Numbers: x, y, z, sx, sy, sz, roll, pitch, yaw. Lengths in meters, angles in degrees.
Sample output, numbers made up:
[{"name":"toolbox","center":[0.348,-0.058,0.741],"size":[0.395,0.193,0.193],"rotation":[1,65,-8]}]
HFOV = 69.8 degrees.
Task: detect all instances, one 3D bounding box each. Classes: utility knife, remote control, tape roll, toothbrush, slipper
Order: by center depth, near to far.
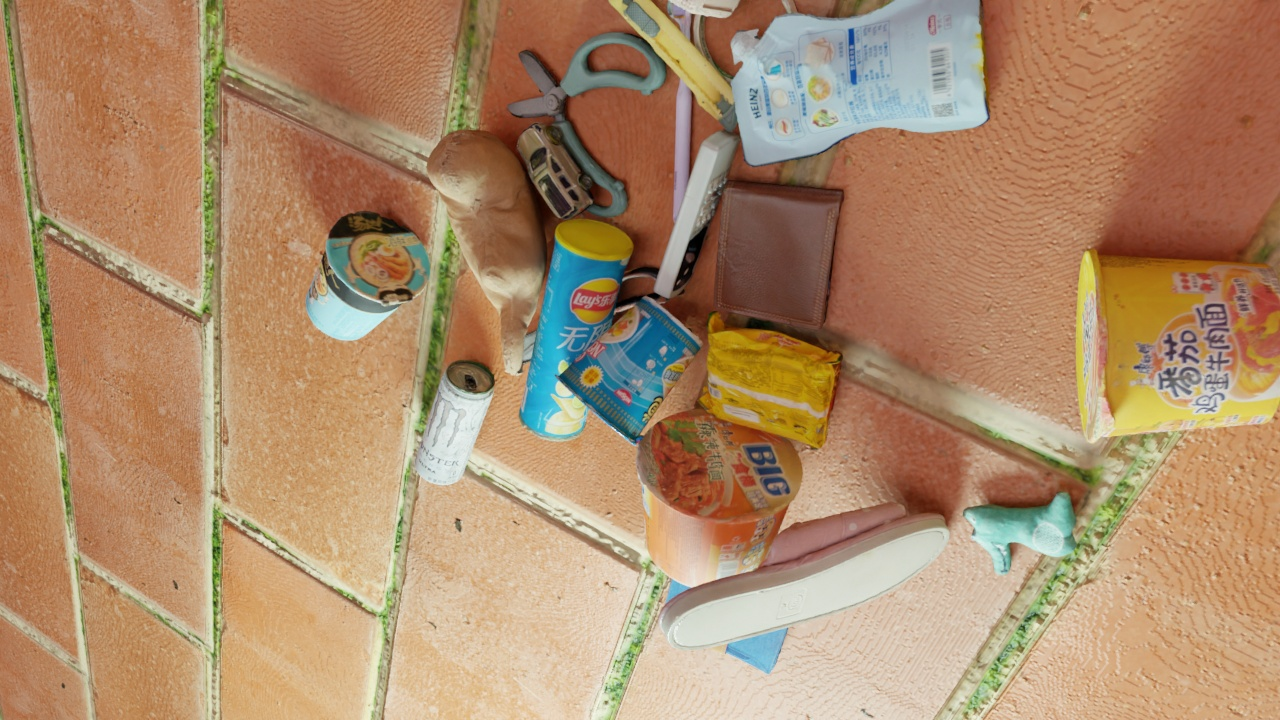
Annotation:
[{"name":"tape roll","center":[0.084,-0.263,0.731],"size":[0.086,0.013,0.086],"rotation":[12,119,24]},{"name":"utility knife","center":[0.006,-0.273,0.742],"size":[0.219,0.022,0.031],"rotation":[48,117,0]},{"name":"toothbrush","center":[0.034,-0.207,0.781],"size":[0.029,0.021,0.189],"rotation":[34,132,51]},{"name":"remote control","center":[0.049,-0.124,0.790],"size":[0.021,0.058,0.150],"rotation":[27,124,14]},{"name":"slipper","center":[0.143,0.185,0.813],"size":[0.274,0.054,0.114],"rotation":[-17,137,-9]}]

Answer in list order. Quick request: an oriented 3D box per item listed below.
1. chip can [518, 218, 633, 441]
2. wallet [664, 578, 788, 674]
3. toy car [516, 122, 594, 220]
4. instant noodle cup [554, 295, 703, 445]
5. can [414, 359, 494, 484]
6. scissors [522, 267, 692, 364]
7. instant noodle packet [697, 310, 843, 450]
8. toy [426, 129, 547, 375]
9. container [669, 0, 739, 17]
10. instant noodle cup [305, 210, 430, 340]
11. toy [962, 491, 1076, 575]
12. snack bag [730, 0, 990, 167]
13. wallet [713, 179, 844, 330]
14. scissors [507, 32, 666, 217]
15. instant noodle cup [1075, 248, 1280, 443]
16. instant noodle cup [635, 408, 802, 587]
[{"name":"chip can","center":[-0.064,-0.025,0.873],"size":[0.071,0.071,0.211],"rotation":[26,123,16]},{"name":"wallet","center":[0.092,0.260,0.967],"size":[0.133,0.040,0.106],"rotation":[22,117,19]},{"name":"toy car","center":[-0.080,-0.172,0.832],"size":[0.042,0.035,0.090],"rotation":[-27,97,43]},{"name":"instant noodle cup","center":[-0.005,0.005,0.825],"size":[0.099,0.099,0.110],"rotation":[40,88,6]},{"name":"can","center":[-0.208,0.071,1.024],"size":[0.058,0.058,0.147],"rotation":[33,125,11]},{"name":"scissors","center":[-0.045,-0.022,0.917],"size":[0.193,0.015,0.207],"rotation":[33,125,10]},{"name":"instant noodle packet","center":[0.114,0.018,0.826],"size":[0.128,0.044,0.111],"rotation":[19,133,22]},{"name":"toy","center":[-0.127,-0.103,0.849],"size":[0.083,0.143,0.226],"rotation":[-14,103,21]},{"name":"container","center":[0.029,-0.318,0.680],"size":[0.111,0.090,0.090],"rotation":[37,118,12]},{"name":"instant noodle cup","center":[-0.300,-0.080,0.978],"size":[0.111,0.111,0.121],"rotation":[51,133,-2]},{"name":"toy","center":[0.326,0.148,0.790],"size":[0.092,0.030,0.096],"rotation":[1,121,34]},{"name":"snack bag","center":[0.160,-0.213,0.693],"size":[0.191,0.038,0.110],"rotation":[-3,126,26]},{"name":"wallet","center":[0.117,-0.091,0.787],"size":[0.101,0.032,0.125],"rotation":[13,120,20]},{"name":"scissors","center":[-0.038,-0.221,0.813],"size":[0.180,0.019,0.170],"rotation":[-29,97,39]},{"name":"instant noodle cup","center":[0.366,-0.010,0.632],"size":[0.110,0.137,0.138],"rotation":[0,113,20]},{"name":"instant noodle cup","center":[0.067,0.134,0.857],"size":[0.151,0.151,0.112],"rotation":[19,129,20]}]
